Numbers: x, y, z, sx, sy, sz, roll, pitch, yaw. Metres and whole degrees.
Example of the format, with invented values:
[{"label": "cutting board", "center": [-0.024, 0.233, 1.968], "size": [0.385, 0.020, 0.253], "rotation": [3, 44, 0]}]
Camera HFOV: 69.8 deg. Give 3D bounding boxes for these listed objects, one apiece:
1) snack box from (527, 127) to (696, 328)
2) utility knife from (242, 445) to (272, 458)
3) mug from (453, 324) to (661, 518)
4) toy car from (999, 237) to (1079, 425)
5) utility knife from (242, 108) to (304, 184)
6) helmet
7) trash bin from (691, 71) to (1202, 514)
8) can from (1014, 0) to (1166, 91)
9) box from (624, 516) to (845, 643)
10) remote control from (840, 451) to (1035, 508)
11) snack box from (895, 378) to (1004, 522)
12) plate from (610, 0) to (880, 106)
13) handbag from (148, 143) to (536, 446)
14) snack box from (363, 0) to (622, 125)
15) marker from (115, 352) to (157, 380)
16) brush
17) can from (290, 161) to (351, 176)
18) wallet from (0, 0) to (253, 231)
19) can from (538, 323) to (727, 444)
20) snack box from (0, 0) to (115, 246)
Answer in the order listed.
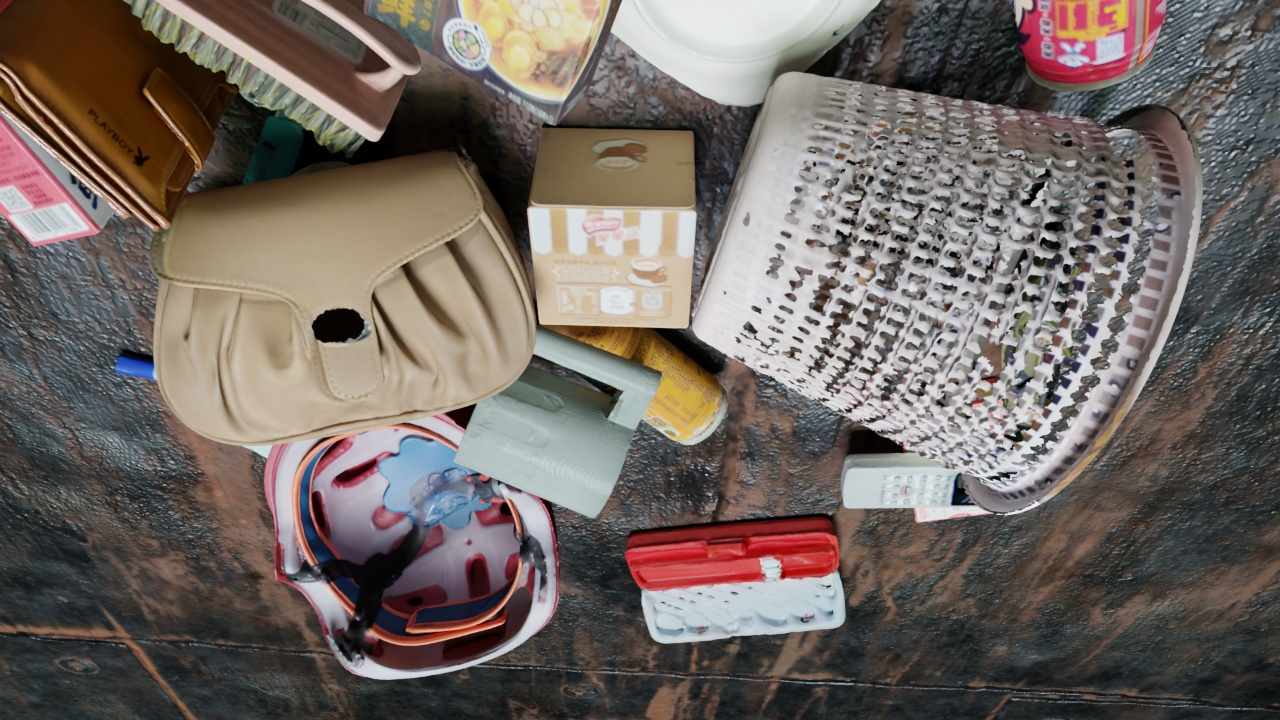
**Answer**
[{"label": "snack box", "center": [-0.015, -0.079, 0.553], "size": [0.093, 0.076, 0.094], "rotation": [2, 139, 1]}, {"label": "utility knife", "center": [-0.265, 0.112, 0.819], "size": [0.208, 0.018, 0.034], "rotation": [35, 117, -30]}, {"label": "mug", "center": [-0.057, 0.035, 0.612], "size": [0.103, 0.083, 0.124], "rotation": [22, 124, -8]}, {"label": "toy car", "center": [0.266, -0.018, 0.614], "size": [0.042, 0.070, 0.158], "rotation": [13, 145, 27]}, {"label": "utility knife", "center": [-0.240, -0.108, 0.579], "size": [0.029, 0.013, 0.179], "rotation": [26, 133, -19]}, {"label": "helmet", "center": [-0.172, 0.117, 0.730], "size": [0.207, 0.143, 0.240], "rotation": [-23, 104, 9]}, {"label": "trash bin", "center": [0.139, -0.054, 0.495], "size": [0.192, 0.226, 0.228], "rotation": [19, 137, 1]}, {"label": "can", "center": [0.212, -0.184, 0.435], "size": [0.067, 0.066, 0.094], "rotation": [-13, 136, 16]}, {"label": "box", "center": [0.095, 0.216, 0.898], "size": [0.201, 0.049, 0.161], "rotation": [-7, 129, 10]}, {"label": "remote control", "center": [0.238, 0.098, 0.738], "size": [0.150, 0.021, 0.058], "rotation": [-2, 138, 8]}, {"label": "snack box", "center": [0.257, 0.079, 0.753], "size": [0.077, 0.027, 0.156], "rotation": [-10, 136, 14]}, {"label": "plate", "center": [0.047, -0.203, 0.447], "size": [0.163, 0.034, 0.165], "rotation": [27, 133, -25]}, {"label": "handbag", "center": [-0.163, -0.032, 0.508], "size": [0.204, 0.100, 0.148], "rotation": [-12, 106, -8]}, {"label": "snack box", "center": [-0.061, -0.194, 0.428], "size": [0.113, 0.053, 0.126], "rotation": [30, 139, 0]}, {"label": "marker", "center": [-0.331, 0.018, 0.719], "size": [0.145, 0.016, 0.017], "rotation": [13, 137, -12]}, {"label": "brush", "center": [-0.188, -0.174, 0.468], "size": [0.145, 0.063, 0.073], "rotation": [32, 134, -26]}, {"label": "can", "center": [-0.186, -0.061, 0.598], "size": [0.053, 0.053, 0.135], "rotation": [-2, 138, 5]}, {"label": "wallet", "center": [-0.258, -0.136, 0.462], "size": [0.035, 0.130, 0.119], "rotation": [-21, 134, 18]}, {"label": "can", "center": [-0.004, 0.004, 0.659], "size": [0.058, 0.058, 0.146], "rotation": [-31, 128, 31]}, {"label": "snack box", "center": [-0.310, -0.144, 0.468], "size": [0.044, 0.113, 0.127], "rotation": [-8, 137, 13]}]
